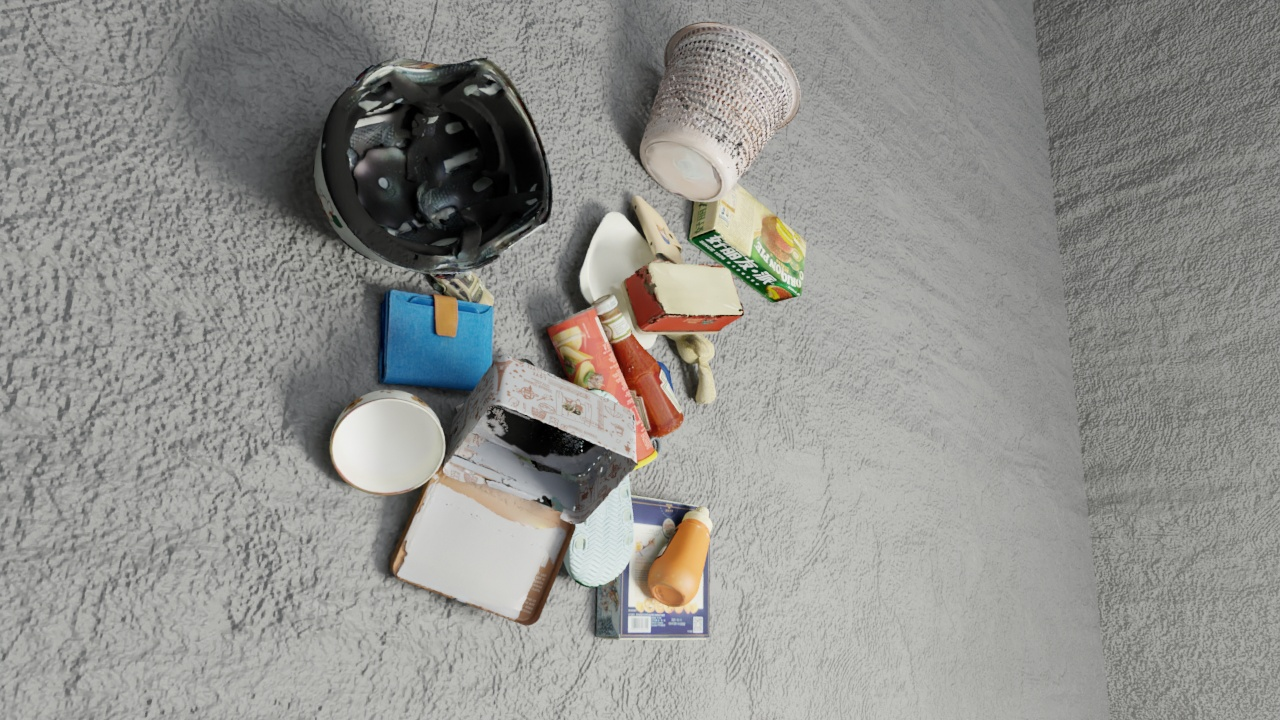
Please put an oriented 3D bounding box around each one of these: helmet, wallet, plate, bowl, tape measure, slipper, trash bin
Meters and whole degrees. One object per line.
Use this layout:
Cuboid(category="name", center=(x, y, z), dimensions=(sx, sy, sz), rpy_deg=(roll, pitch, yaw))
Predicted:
Cuboid(category="helmet", center=(-0.239, -0.200, 0.996), dimensions=(0.273, 0.157, 0.230), rpy_deg=(-32, 106, -36))
Cuboid(category="wallet", center=(-0.228, -0.021, 1.038), dimensions=(0.133, 0.040, 0.106), rpy_deg=(8, 77, -38))
Cuboid(category="wallet", center=(0.031, -0.182, 1.349), dimensions=(0.087, 0.024, 0.115), rpy_deg=(32, 30, -51))
Cuboid(category="plate", center=(-0.025, -0.110, 1.292), dimensions=(0.164, 0.034, 0.163), rpy_deg=(44, 51, -31))
Cuboid(category="bowl", center=(-0.262, 0.076, 0.951), dimensions=(0.113, 0.113, 0.062), rpy_deg=(44, 8, -30))
Cuboid(category="tape measure", center=(0.021, 0.029, 1.313), dimensions=(0.058, 0.025, 0.054), rpy_deg=(3, 75, -51))
Cuboid(category="slipper", center=(-0.067, 0.157, 1.128), dimensions=(0.103, 0.074, 0.245), rpy_deg=(0, 90, -46))
Cuboid(category="trash bin", center=(0.103, -0.357, 1.385), dimensions=(0.227, 0.228, 0.191), rpy_deg=(41, 65, -33))

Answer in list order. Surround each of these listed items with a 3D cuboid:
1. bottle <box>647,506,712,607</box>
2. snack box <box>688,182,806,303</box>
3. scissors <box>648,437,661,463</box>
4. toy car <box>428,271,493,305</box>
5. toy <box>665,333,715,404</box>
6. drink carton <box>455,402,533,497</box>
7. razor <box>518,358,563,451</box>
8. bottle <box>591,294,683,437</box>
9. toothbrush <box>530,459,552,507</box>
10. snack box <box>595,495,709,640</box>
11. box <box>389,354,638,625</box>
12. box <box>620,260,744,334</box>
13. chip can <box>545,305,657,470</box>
Cuboid(category="bottle", center=(0.060, 0.249, 1.203), dimensions=(0.067, 0.067, 0.149), rpy_deg=(54, 40, -22))
Cuboid(category="snack box", center=(0.182, -0.199, 1.520), dimensions=(0.240, 0.063, 0.114), rpy_deg=(30, 59, -39))
Cuboid(category="scissors", center=(-0.024, 0.145, 1.241), dimensions=(0.135, 0.014, 0.174), rpy_deg=(36, 55, -34))
Cuboid(category="toy car", center=(-0.209, -0.086, 1.088), dimensions=(0.090, 0.035, 0.042), rpy_deg=(48, 51, -32))
Cuboid(category="toy", center=(0.078, -0.009, 1.366), dimensions=(0.105, 0.066, 0.157), rpy_deg=(-68, 140, -76))
Cuboid(category="drink carton", center=(-0.167, 0.100, 1.068), dimensions=(0.045, 0.054, 0.122), rpy_deg=(-26, 99, -45))
Cuboid(category="razor", center=(-0.110, 0.069, 1.136), dimensions=(0.167, 0.068, 0.062), rpy_deg=(53, 41, -33))
Cuboid(category="bottle", center=(-0.007, 0.007, 1.235), dimensions=(0.059, 0.060, 0.206), rpy_deg=(-45, 115, -44))
Cuboid(category="toothbrush", center=(-0.105, 0.186, 1.146), dimensions=(0.189, 0.016, 0.014), rpy_deg=(62, 34, -19))
Cuboid(category="snack box", center=(0.021, 0.280, 1.230), dimensions=(0.177, 0.046, 0.182), rpy_deg=(17, 67, -44))
Cuboid(category="box", center=(-0.136, 0.141, 0.994), dimensions=(0.179, 0.126, 0.274), rpy_deg=(26, 102, -21))
Cuboid(category="box", center=(0.065, -0.091, 1.278), dimensions=(0.168, 0.080, 0.091), rpy_deg=(-2, 68, -42))
Cuboid(category="chip can", center=(-0.050, 0.040, 1.189), dimensions=(0.073, 0.073, 0.216), rpy_deg=(-28, 98, -47))
